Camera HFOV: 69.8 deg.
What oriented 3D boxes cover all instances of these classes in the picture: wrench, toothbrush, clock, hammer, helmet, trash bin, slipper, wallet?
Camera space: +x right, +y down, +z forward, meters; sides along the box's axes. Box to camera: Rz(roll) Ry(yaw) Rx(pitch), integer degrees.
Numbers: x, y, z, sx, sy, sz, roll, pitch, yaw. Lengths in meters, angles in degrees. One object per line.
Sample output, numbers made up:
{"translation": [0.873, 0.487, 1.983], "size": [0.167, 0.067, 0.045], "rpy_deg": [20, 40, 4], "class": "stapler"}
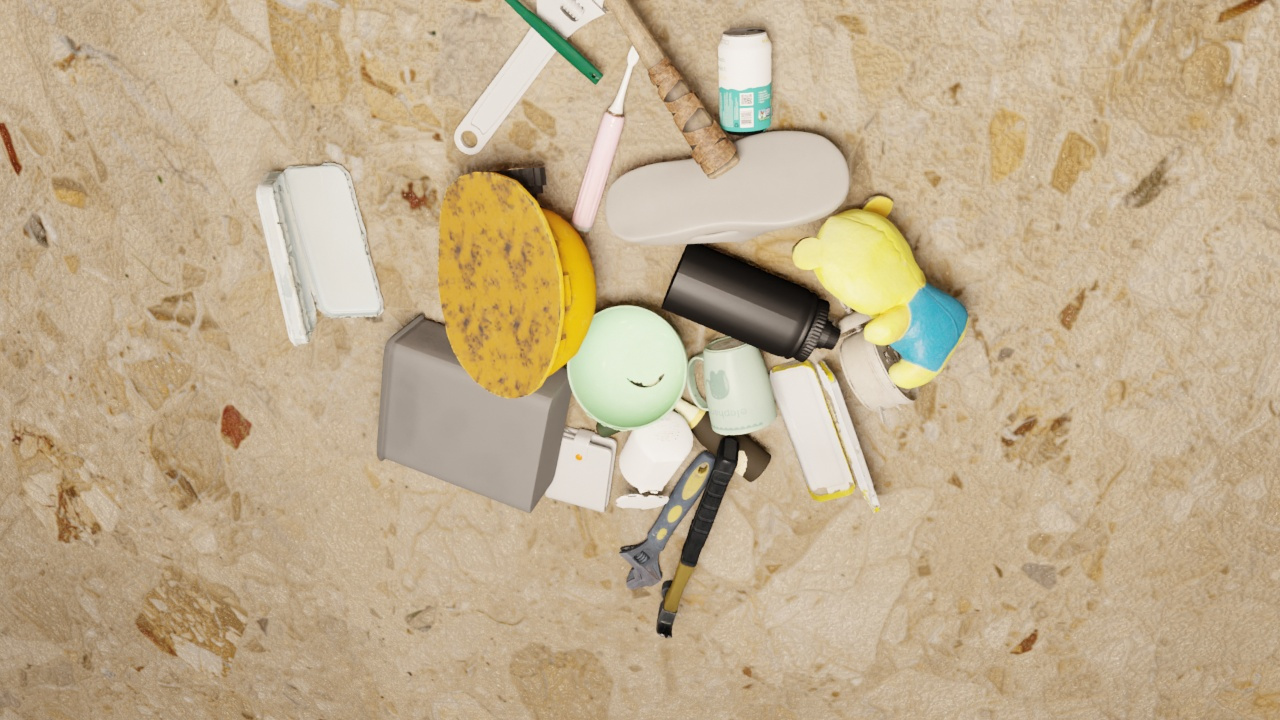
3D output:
{"translation": [0.037, 0.229, 1.280], "size": [0.073, 0.022, 0.274], "rpy_deg": [26, 120, -5], "class": "wrench"}
{"translation": [-0.037, -0.247, 1.027], "size": [0.027, 0.026, 0.223], "rpy_deg": [14, 121, -13], "class": "toothbrush"}
{"translation": [0.264, -0.008, 1.073], "size": [0.061, 0.103, 0.157], "rpy_deg": [-29, 85, 30], "class": "clock"}
{"translation": [0.002, -0.327, 0.931], "size": [0.122, 0.048, 0.319], "rpy_deg": [-31, 105, 18], "class": "hammer"}
{"translation": [0.071, 0.242, 1.209], "size": [0.025, 0.117, 0.334], "rpy_deg": [16, 125, -1], "class": "hammer"}
{"translation": [-0.114, -0.361, 0.965], "size": [0.190, 0.017, 0.016], "rpy_deg": [40, 120, -12], "class": "toothbrush"}
{"translation": [-0.126, -0.093, 1.066], "size": [0.206, 0.131, 0.255], "rpy_deg": [5, 105, 40], "class": "helmet"}
{"translation": [-0.214, 0.070, 1.178], "size": [0.220, 0.097, 0.192], "rpy_deg": [19, 121, 9], "class": "trash bin"}
{"translation": [0.096, -0.175, 1.017], "size": [0.266, 0.080, 0.112], "rpy_deg": [-11, 72, 12], "class": "slipper"}
{"translation": [-0.130, -0.336, 1.001], "size": [0.086, 0.018, 0.274], "rpy_deg": [40, 119, -12], "class": "wrench"}
{"translation": [-0.095, 0.144, 1.250], "size": [0.115, 0.037, 0.119], "rpy_deg": [14, 121, 9], "class": "wallet"}

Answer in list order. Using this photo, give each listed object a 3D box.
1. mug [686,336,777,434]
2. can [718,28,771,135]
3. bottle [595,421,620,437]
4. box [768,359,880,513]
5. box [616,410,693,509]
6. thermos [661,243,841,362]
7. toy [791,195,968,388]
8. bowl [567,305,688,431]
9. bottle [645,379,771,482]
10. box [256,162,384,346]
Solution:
{"translation": [0.105, 0.027, 1.128], "size": [0.111, 0.083, 0.104], "rpy_deg": [-1, 110, 40], "class": "mug"}
{"translation": [0.109, -0.290, 0.959], "size": [0.055, 0.054, 0.102], "rpy_deg": [1, 119, 10], "class": "can"}
{"translation": [-0.013, 0.074, 1.191], "size": [0.106, 0.025, 0.025], "rpy_deg": [-25, 112, 33], "class": "bottle"}
{"translation": [0.237, 0.095, 1.150], "size": [0.117, 0.057, 0.210], "rpy_deg": [6, 126, 49], "class": "box"}
{"translation": [0.010, 0.135, 1.192], "size": [0.083, 0.092, 0.166], "rpy_deg": [-5, 153, -19], "class": "box"}
{"translation": [0.132, -0.062, 1.063], "size": [0.198, 0.086, 0.086], "rpy_deg": [22, 120, -2], "class": "thermos"}
{"translation": [0.273, -0.080, 0.998], "size": [0.214, 0.148, 0.084], "rpy_deg": [50, 139, -11], "class": "toy"}
{"translation": [-0.007, 0.007, 1.121], "size": [0.151, 0.077, 0.151], "rpy_deg": [2, 95, 19], "class": "bowl"}
{"translation": [0.083, 0.083, 1.178], "size": [0.184, 0.045, 0.045], "rpy_deg": [38, 119, -3], "class": "bottle"}
{"translation": [-0.384, -0.135, 1.133], "size": [0.127, 0.106, 0.215], "rpy_deg": [-8, 119, -12], "class": "box"}
